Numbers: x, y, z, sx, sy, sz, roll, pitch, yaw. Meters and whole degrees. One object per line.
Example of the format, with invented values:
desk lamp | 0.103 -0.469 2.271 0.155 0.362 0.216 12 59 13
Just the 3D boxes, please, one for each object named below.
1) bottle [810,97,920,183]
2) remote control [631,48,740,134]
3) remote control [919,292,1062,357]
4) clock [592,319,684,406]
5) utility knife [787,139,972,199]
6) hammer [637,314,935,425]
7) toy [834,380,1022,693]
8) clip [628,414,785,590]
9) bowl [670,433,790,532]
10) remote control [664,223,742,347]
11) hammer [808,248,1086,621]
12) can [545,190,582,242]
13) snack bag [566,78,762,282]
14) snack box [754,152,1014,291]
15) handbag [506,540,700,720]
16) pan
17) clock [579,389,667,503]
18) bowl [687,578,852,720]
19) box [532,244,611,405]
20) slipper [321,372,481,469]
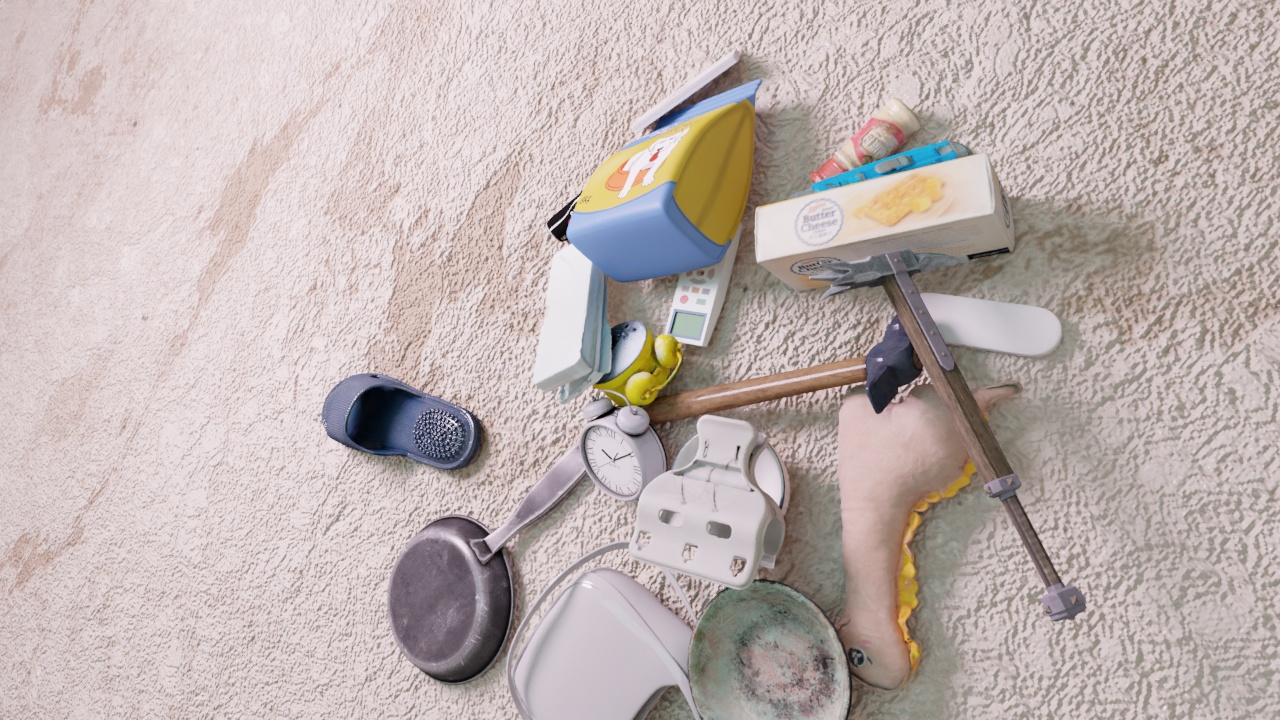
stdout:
bottle | 0.216 -0.201 0.882 0.109 0.044 0.044 -44 60 14
remote control | 0.050 -0.294 1.003 0.136 0.050 0.011 -31 107 21
remote control | 0.298 -0.032 0.809 0.137 0.013 0.043 12 85 32
clock | -0.006 0.005 0.936 0.119 0.057 0.083 6 56 51
utility knife | 0.219 -0.173 0.854 0.179 0.015 0.031 -19 52 2
hammer | 0.109 0.029 0.864 0.323 0.129 0.040 -14 111 39
toy | 0.231 0.147 0.778 0.196 0.065 0.264 -8 76 32
clip | 0.071 0.126 0.819 0.126 0.097 0.152 9 62 31
bowl | 0.092 0.123 0.867 0.118 0.062 0.118 -8 75 30
remote control | 0.068 -0.084 0.953 0.050 0.024 0.143 11 83 36
hammer | 0.262 0.048 0.718 0.028 0.146 0.316 118 136 -59
can | -0.070 -0.171 1.052 0.081 0.031 0.031 -37 62 18
snack bag | 0.035 -0.192 0.942 0.159 0.102 0.204 -5 54 49
snack box | 0.217 -0.118 0.824 0.208 0.104 0.057 -10 74 29
handbag | -0.009 0.310 0.866 0.223 0.095 0.216 38 101 29
pan | -0.164 0.208 1.015 0.357 0.055 0.187 -50 59 17
clock | -0.021 0.085 0.922 0.095 0.035 0.123 15 123 39
bowl | 0.116 0.268 0.790 0.158 0.038 0.157 -7 78 36
box | -0.066 -0.051 0.965 0.083 0.066 0.198 -52 26 41
slipper | -0.310 0.068 1.111 0.264 0.082 0.101 11 82 32
